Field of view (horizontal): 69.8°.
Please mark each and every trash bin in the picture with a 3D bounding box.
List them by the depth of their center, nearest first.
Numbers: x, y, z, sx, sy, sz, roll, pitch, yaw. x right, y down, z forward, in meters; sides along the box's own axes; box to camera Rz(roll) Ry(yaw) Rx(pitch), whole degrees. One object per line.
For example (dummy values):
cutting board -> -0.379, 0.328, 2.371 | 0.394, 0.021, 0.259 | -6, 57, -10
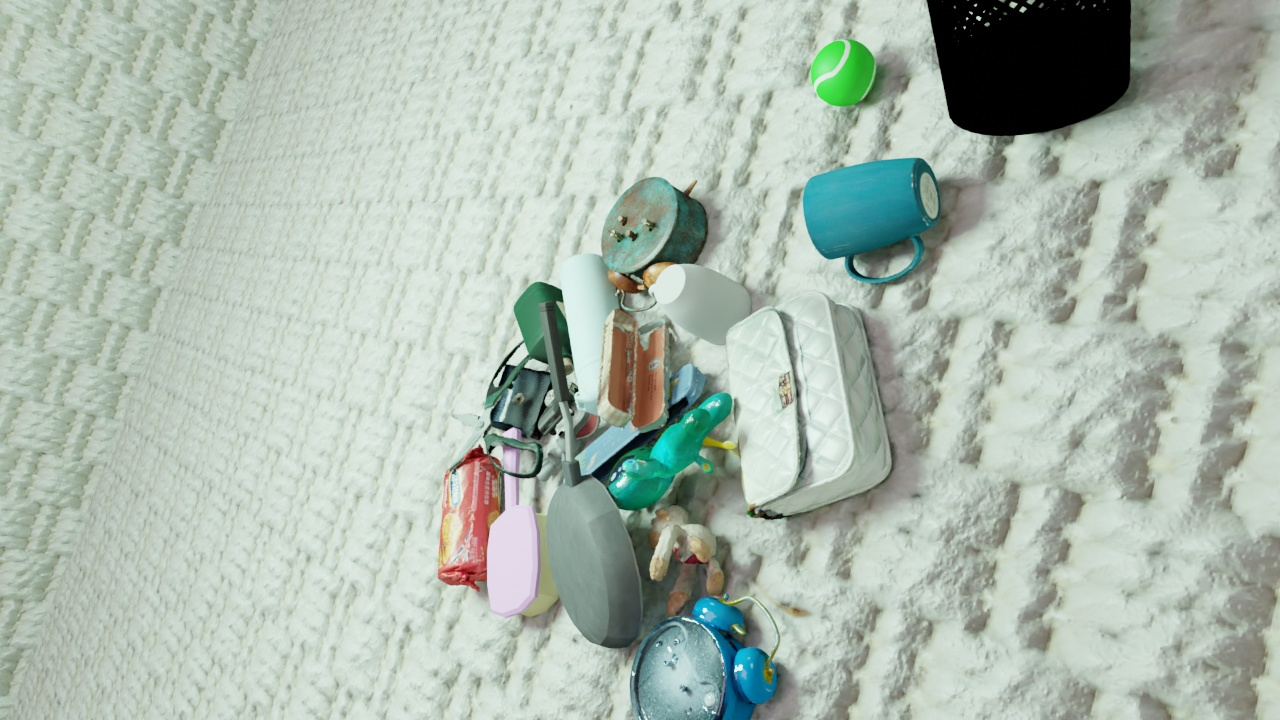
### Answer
trash bin -> 0.313, -0.304, 0.747 | 0.196, 0.195, 0.199 | -11, 74, 43

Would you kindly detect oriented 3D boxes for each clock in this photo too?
clock -> 0.061, 0.282, 0.828 | 0.162, 0.060, 0.116 | -50, 43, 17
clock -> 0.008, -0.133, 1.061 | 0.121, 0.073, 0.157 | 2, 75, 47

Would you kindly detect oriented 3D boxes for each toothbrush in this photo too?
toothbrush -> 0.056, 0.081, 0.955 | 0.136, 0.016, 0.021 | 7, 76, 48

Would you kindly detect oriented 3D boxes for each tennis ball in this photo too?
tennis ball -> 0.205, -0.291, 0.929 | 0.066, 0.065, 0.065 | -22, 58, 39

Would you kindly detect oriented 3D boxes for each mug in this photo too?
mug -> 0.218, -0.128, 0.842 | 0.104, 0.084, 0.112 | -10, 94, 38
mug -> 0.048, -0.066, 0.974 | 0.107, 0.089, 0.071 | 10, 80, 48

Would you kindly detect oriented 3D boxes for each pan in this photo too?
pan -> -0.069, 0.118, 0.921 | 0.179, 0.041, 0.357 | 2, 102, 66

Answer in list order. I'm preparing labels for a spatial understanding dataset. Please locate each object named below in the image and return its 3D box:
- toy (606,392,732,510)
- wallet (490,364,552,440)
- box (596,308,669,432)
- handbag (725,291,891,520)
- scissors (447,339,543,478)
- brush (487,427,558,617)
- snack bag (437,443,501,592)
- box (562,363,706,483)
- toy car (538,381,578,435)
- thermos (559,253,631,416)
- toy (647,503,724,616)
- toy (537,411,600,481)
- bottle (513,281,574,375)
toy -> 0.024, 0.103, 0.900 | 0.072, 0.130, 0.194 | 49, 130, 10
wallet -> -0.150, 0.052, 1.179 | 0.115, 0.026, 0.089 | 10, 80, 48
box -> -0.005, 0.009, 0.979 | 0.186, 0.085, 0.049 | -90, 22, -53
handbag -> 0.142, 0.037, 0.842 | 0.139, 0.072, 0.194 | -29, 53, 37
scissors -> -0.160, 0.066, 1.131 | 0.202, 0.015, 0.201 | 22, 74, 45
brush -> -0.141, 0.190, 1.093 | 0.089, 0.043, 0.228 | -29, 53, 35
snack bag -> -0.214, 0.198, 1.144 | 0.083, 0.082, 0.176 | -25, 55, 38
box -> -0.013, 0.078, 0.996 | 0.210, 0.037, 0.065 | -43, 12, 26
toy car -> -0.098, 0.055, 1.091 | 0.040, 0.037, 0.092 | -47, 8, 22
thermos -> -0.050, -0.030, 1.082 | 0.078, 0.065, 0.206 | -10, 56, -4
toy -> 0.033, 0.179, 0.891 | 0.074, 0.085, 0.105 | -29, 40, 8
toy -> -0.085, 0.097, 1.087 | 0.112, 0.030, 0.049 | -49, 29, 11
bottle -> -0.110, -0.033, 1.148 | 0.061, 0.061, 0.131 | -47, 45, 24
